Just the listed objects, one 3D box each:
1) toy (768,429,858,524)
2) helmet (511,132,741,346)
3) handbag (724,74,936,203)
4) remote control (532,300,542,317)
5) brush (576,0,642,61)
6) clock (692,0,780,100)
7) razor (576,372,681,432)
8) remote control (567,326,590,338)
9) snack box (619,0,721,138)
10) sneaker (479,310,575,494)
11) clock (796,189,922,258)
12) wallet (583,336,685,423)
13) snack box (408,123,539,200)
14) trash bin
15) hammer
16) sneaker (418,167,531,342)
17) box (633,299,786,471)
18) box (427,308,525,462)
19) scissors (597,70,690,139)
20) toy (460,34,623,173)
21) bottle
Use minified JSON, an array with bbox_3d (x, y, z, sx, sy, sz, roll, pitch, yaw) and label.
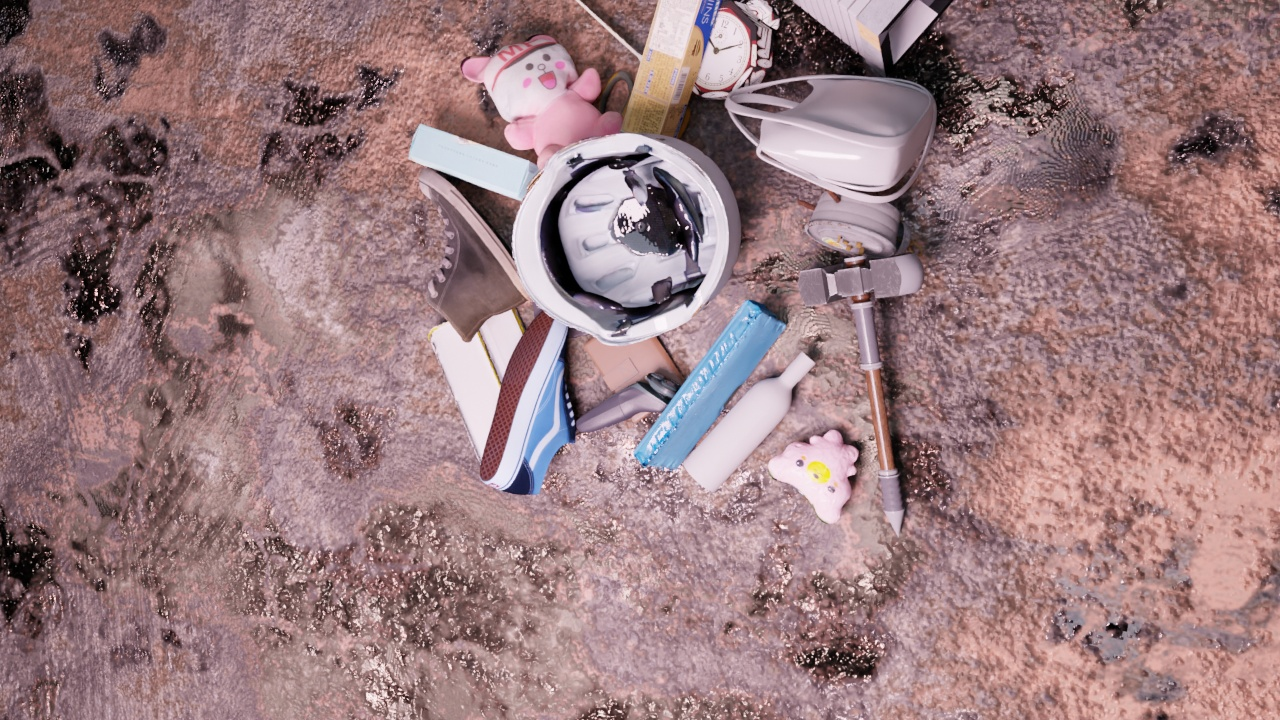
[{"bbox_3d":[0.210,0.128,1.064,0.102,0.050,0.093,44,98,11],"label":"toy"},{"bbox_3d":[-0.007,-0.149,1.079,0.265,0.163,0.236,-15,99,26],"label":"helmet"},{"bbox_3d":[0.203,-0.266,1.023,0.223,0.215,0.096,21,134,23],"label":"handbag"},{"bbox_3d":[-0.124,-0.074,1.195,0.032,0.015,0.136,-9,85,18],"label":"remote control"},{"bbox_3d":[-0.029,-0.410,1.158,0.217,0.033,0.012,46,102,15],"label":"brush"},{"bbox_3d":[0.109,-0.385,1.088,0.115,0.064,0.155,30,116,23],"label":"clock"},{"bbox_3d":[-0.016,0.058,1.134,0.143,0.047,0.052,-27,81,19],"label":"razor"},{"bbox_3d":[-0.087,-0.091,1.186,0.046,0.009,0.124,-10,86,18],"label":"remote control"},{"bbox_3d":[0.039,-0.356,1.068,0.056,0.057,0.207,29,117,20],"label":"snack box"},{"bbox_3d":[-0.121,0.053,1.156,0.084,0.098,0.241,-1,69,55],"label":"sneaker"},{"bbox_3d":[0.253,-0.146,1.033,0.148,0.104,0.056,18,85,-12],"label":"clock"},{"bbox_3d":[-0.007,0.007,1.156,0.087,0.013,0.121,-36,83,15],"label":"wallet"},{"bbox_3d":[-0.208,-0.253,1.194,0.175,0.075,0.053,23,96,18],"label":"snack box"},{"bbox_3d":[0.223,-0.465,1.014,0.247,0.142,0.142,44,102,14],"label":"trash bin"},{"bbox_3d":[0.268,0.043,1.038,0.156,0.043,0.322,-4,99,49],"label":"hammer"},{"bbox_3d":[-0.242,-0.141,1.184,0.120,0.095,0.234,-37,80,2],"label":"sneaker"},{"bbox_3d":[0.083,0.034,1.086,0.048,0.093,0.232,39,100,15],"label":"box"},{"bbox_3d":[-0.188,0.030,1.206,0.130,0.038,0.209,-25,83,4],"label":"box"},{"bbox_3d":[-0.021,-0.249,1.162,0.162,0.016,0.225,18,96,18],"label":"scissors"},{"bbox_3d":[-0.119,-0.322,1.148,0.141,0.084,0.213,-34,74,-13],"label":"toy"},{"bbox_3d":[0.134,0.068,1.089,0.052,0.052,0.195,44,102,14],"label":"bottle"}]
